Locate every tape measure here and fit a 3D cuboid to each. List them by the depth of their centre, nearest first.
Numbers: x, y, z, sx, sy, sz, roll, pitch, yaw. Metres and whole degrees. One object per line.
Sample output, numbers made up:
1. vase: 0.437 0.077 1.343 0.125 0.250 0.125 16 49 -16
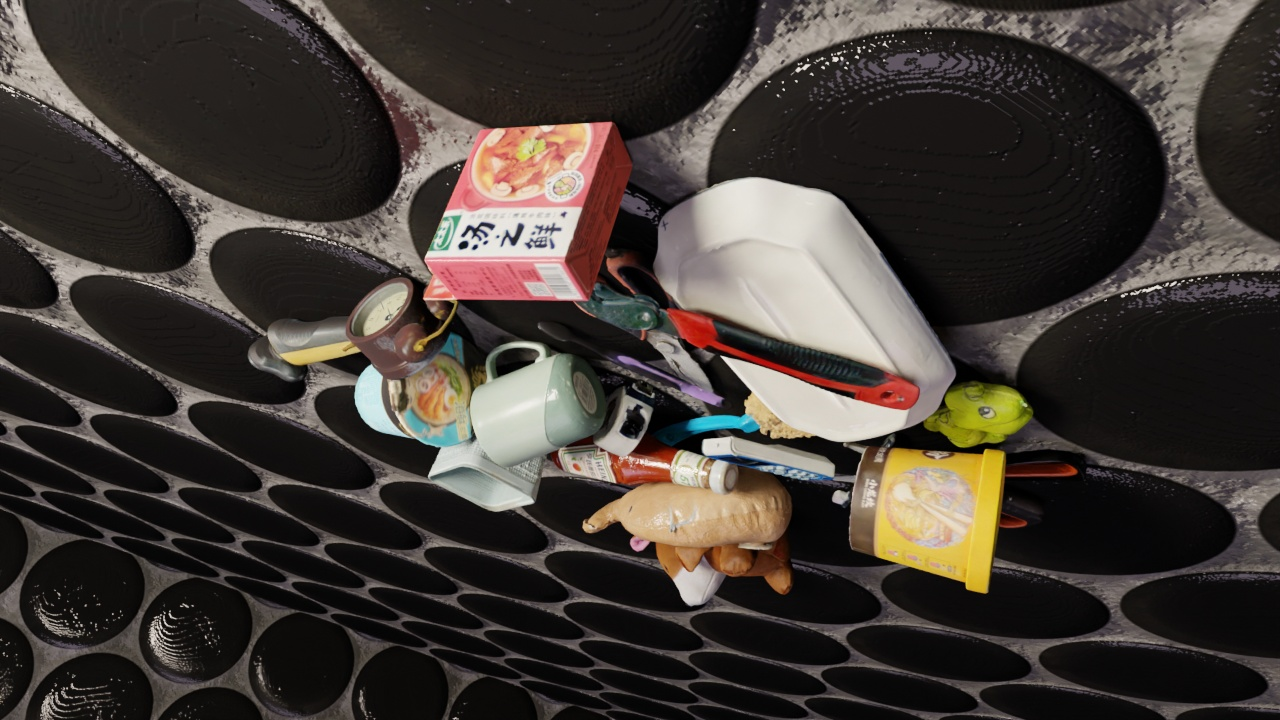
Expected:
1. tape measure: -0.017 0.058 0.885 0.033 0.065 0.066 27 150 -17

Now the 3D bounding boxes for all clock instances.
1. clock: -0.206 -0.030 0.811 0.122 0.081 0.055 -4 140 36

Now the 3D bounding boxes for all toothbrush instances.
1. toothbrush: -0.005 0.005 0.820 0.189 0.014 0.017 23 170 0
2. toothbrush: 0.222 0.111 0.913 0.018 0.015 0.181 23 153 6

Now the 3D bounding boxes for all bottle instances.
1. bottle: 0.002 0.100 0.926 0.206 0.059 0.060 8 152 34

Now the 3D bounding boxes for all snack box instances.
1. snack box: -0.081 -0.097 0.597 0.127 0.113 0.044 2 150 24

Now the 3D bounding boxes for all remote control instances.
1. remote control: 0.121 0.091 0.855 0.124 0.024 0.049 15 165 -26

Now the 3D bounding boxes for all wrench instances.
1. wrench: 0.068 -0.016 0.657 0.273 0.016 0.056 21 142 0

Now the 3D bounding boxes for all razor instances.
1. razor: -0.318 -0.016 0.924 0.168 0.062 0.068 -8 112 28

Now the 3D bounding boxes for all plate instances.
1. plate: 0.118 -0.020 0.672 0.162 0.034 0.266 -16 129 38

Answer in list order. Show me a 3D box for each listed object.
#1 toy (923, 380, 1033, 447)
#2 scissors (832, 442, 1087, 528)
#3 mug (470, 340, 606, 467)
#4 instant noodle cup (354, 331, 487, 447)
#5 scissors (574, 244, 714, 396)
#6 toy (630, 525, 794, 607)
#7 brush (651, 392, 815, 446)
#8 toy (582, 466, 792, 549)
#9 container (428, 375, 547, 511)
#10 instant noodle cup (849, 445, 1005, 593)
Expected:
1. toy: 0.279 0.044 0.751 0.096 0.031 0.100 26 154 -25
2. scissors: 0.299 0.107 0.852 0.220 0.021 0.228 31 144 -29
3. mug: -0.098 0.032 0.863 0.106 0.111 0.082 -22 180 22
4. instant noodle cup: -0.226 0.031 0.915 0.111 0.111 0.121 36 153 -33
5. scissors: 0.004 -0.025 0.785 0.198 0.015 0.205 18 151 -6
6. toy: 0.088 0.233 1.098 0.140 0.130 0.200 31 158 -37
7. brush: 0.091 0.055 0.864 0.083 0.045 0.255 28 153 -27
8. toy: 0.044 0.156 0.956 0.226 0.082 0.143 -4 176 9
9. container: -0.147 0.085 0.951 0.090 0.111 0.090 34 146 -28
10. instant noodle cup: 0.245 0.127 0.782 0.115 0.118 0.118 7 151 24
